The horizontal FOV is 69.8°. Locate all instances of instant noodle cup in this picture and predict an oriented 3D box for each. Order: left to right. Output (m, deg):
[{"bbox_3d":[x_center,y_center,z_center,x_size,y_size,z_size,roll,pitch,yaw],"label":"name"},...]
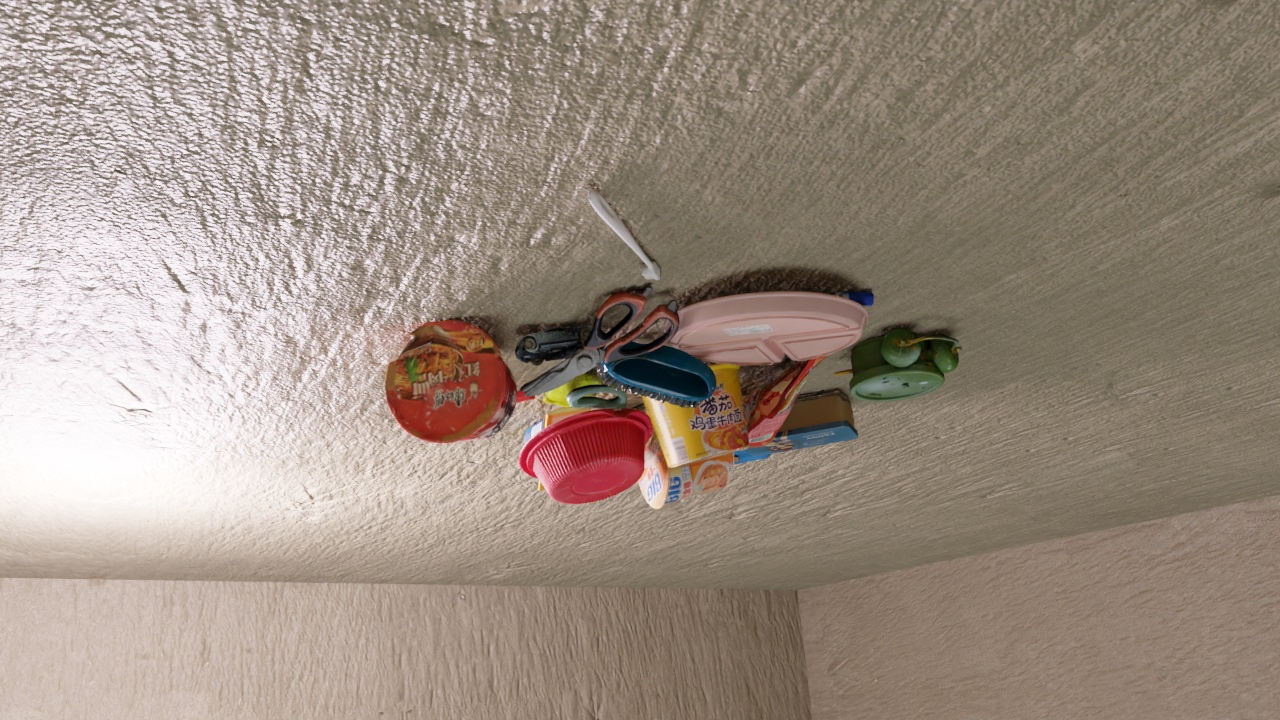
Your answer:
[{"bbox_3d":[-0.205,0.034,1.048,0.138,0.137,0.108,-6,168,7],"label":"instant noodle cup"},{"bbox_3d":[-0.066,0.140,1.252,0.193,0.065,0.194,-14,149,-9],"label":"instant noodle cup"},{"bbox_3d":[0.063,0.135,1.349,0.111,0.151,0.152,-6,161,-19],"label":"instant noodle cup"},{"bbox_3d":[0.075,0.073,1.176,0.138,0.109,0.138,-15,171,-2],"label":"instant noodle cup"}]

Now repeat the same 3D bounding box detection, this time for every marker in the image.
[{"bbox_3d":[-0.209,0.060,1.270,0.145,0.017,0.017,-14,157,26],"label":"marker"},{"bbox_3d":[0.182,-0.067,0.999,0.145,0.016,0.017,-1,159,-6],"label":"marker"}]

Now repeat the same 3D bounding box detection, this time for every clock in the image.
[{"bbox_3d":[0.330,0.003,1.154,0.116,0.056,0.162,6,158,-25],"label":"clock"}]

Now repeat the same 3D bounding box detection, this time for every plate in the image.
[{"bbox_3d":[0.141,-0.031,1.038,0.229,0.028,0.230,0,165,0],"label":"plate"}]

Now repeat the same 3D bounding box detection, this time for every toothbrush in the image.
[{"bbox_3d":[-0.015,-0.113,0.847,0.016,0.016,0.180,-4,161,18],"label":"toothbrush"}]

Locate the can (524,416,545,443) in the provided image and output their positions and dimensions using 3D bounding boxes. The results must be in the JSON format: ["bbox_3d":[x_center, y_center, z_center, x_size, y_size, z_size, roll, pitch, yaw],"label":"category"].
[{"bbox_3d":[-0.116,0.119,1.386,0.102,0.057,0.083,7,159,-27],"label":"can"}]

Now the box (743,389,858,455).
[{"bbox_3d":[0.238,0.094,1.371,0.185,0.063,0.089,-12,159,25],"label":"box"}]

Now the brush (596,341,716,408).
[{"bbox_3d":[0.024,0.010,1.064,0.143,0.055,0.074,16,148,-16],"label":"brush"}]

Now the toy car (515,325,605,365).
[{"bbox_3d":[-0.092,-0.020,1.054,0.105,0.031,0.049,-9,156,-2],"label":"toy car"}]

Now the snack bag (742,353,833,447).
[{"bbox_3d":[0.177,0.058,1.225,0.128,0.073,0.208,-42,172,-20],"label":"snack bag"}]

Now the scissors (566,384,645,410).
[{"bbox_3d":[-0.067,0.082,1.239,0.170,0.019,0.174,-33,149,21],"label":"scissors"}]

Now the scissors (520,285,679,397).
[{"bbox_3d":[-0.060,-0.018,1.013,0.209,0.015,0.182,0,132,6],"label":"scissors"}]

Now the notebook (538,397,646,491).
[{"bbox_3d":[-0.072,0.124,1.328,0.145,0.010,0.207,-7,144,-16],"label":"notebook"}]

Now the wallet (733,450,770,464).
[{"bbox_3d":[0.165,0.148,1.540,0.106,0.040,0.133,-10,158,5],"label":"wallet"}]

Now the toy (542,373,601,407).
[{"bbox_3d":[-0.092,0.040,1.215,0.097,0.031,0.100,-14,161,17],"label":"toy"}]
